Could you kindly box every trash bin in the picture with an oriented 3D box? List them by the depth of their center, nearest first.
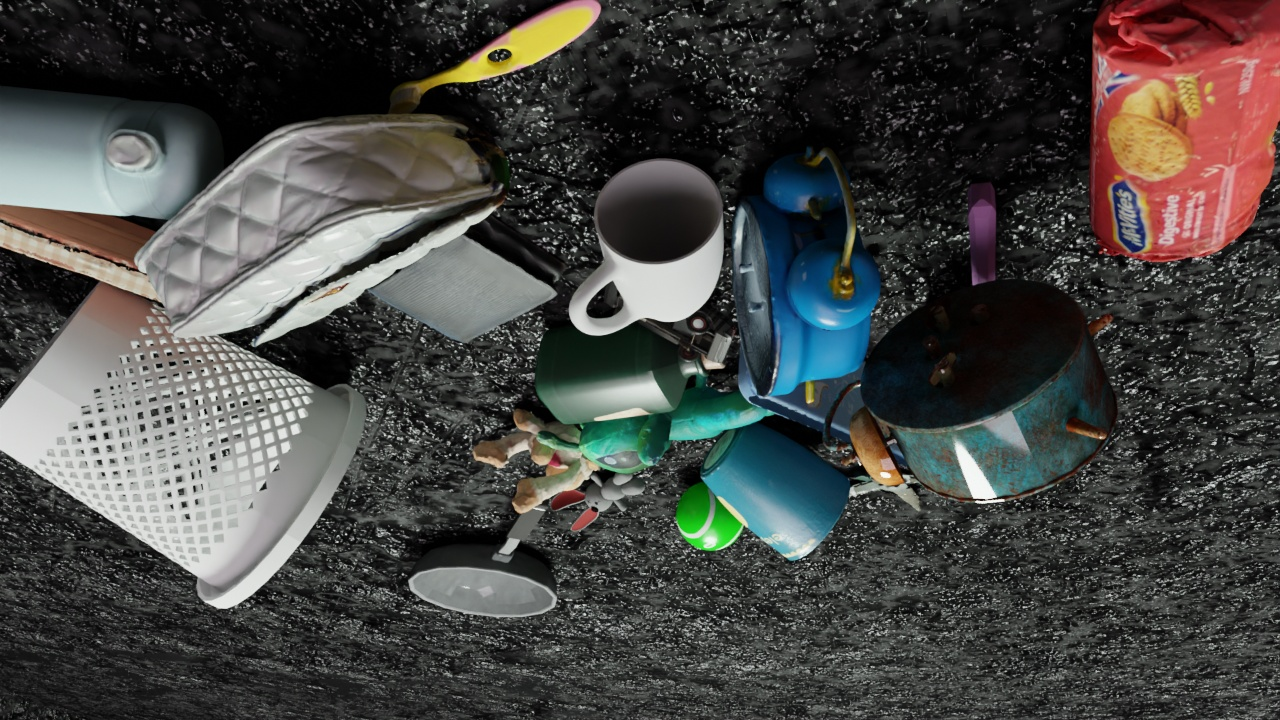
[{"bbox_3d":[-0.349,0.051,0.687,0.196,0.195,0.199,-25,127,39],"label":"trash bin"}]

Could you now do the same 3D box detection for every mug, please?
[{"bbox_3d":[0.002,-0.051,0.540,0.071,0.107,0.089,41,165,23],"label":"mug"},{"bbox_3d":[0.105,0.101,0.778,0.104,0.084,0.112,37,176,-6],"label":"mug"}]

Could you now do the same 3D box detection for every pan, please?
[{"bbox_3d":[-0.157,0.219,1.035,0.178,0.041,0.358,14,146,-14],"label":"pan"}]

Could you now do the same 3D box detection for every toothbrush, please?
[{"bbox_3d":[-0.078,-0.152,0.466,0.136,0.016,0.021,-14,141,28],"label":"toothbrush"}]

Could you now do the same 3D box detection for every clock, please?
[{"bbox_3d":[0.169,0.014,0.504,0.158,0.121,0.073,-14,122,38],"label":"clock"},{"bbox_3d":[0.091,-0.048,0.518,0.060,0.116,0.162,-5,152,-4],"label":"clock"}]

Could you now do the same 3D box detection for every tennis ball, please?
[{"bbox_3d":[0.066,0.147,0.869,0.065,0.065,0.065,4,148,2],"label":"tennis ball"}]

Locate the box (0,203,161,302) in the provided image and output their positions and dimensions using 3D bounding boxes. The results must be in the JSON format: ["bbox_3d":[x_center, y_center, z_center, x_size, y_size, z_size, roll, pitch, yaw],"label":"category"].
[{"bbox_3d":[-0.349,-0.076,0.598,0.187,0.085,0.048,23,111,-23],"label":"box"}]

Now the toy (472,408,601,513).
[{"bbox_3d":[-0.080,0.084,0.800,0.085,0.074,0.105,31,-166,40],"label":"toy"}]

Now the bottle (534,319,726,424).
[{"bbox_3d":[-0.004,0.004,0.658,0.131,0.061,0.061,-9,143,20],"label":"bottle"}]

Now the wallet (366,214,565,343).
[{"bbox_3d":[-0.119,-0.052,0.620,0.115,0.026,0.089,-24,139,38],"label":"wallet"}]

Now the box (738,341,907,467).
[{"bbox_3d":[0.162,0.030,0.674,0.209,0.065,0.037,22,147,-24],"label":"box"}]

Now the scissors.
[{"bbox_3d":[0.232,0.087,0.801,0.202,0.015,0.202,-24,138,34],"label":"scissors"}]

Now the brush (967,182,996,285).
[{"bbox_3d":[0.206,-0.013,0.592,0.043,0.089,0.229,-2,135,20],"label":"brush"}]

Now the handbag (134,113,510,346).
[{"bbox_3d":[-0.180,-0.068,0.523,0.195,0.072,0.138,-22,-179,37],"label":"handbag"}]

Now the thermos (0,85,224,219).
[{"bbox_3d":[-0.339,-0.118,0.511,0.207,0.065,0.078,6,-178,0],"label":"thermos"}]

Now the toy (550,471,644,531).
[{"bbox_3d":[-0.040,0.132,0.894,0.049,0.030,0.112,48,132,-10],"label":"toy"}]

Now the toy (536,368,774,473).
[{"bbox_3d":[0.018,0.045,0.717,0.194,0.072,0.130,-16,178,29],"label":"toy"}]

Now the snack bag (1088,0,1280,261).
[{"bbox_3d":[0.256,-0.110,0.431,0.082,0.082,0.176,-9,146,21],"label":"snack bag"}]

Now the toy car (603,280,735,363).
[{"bbox_3d":[0.020,-0.033,0.610,0.092,0.037,0.040,29,150,9],"label":"toy car"}]
